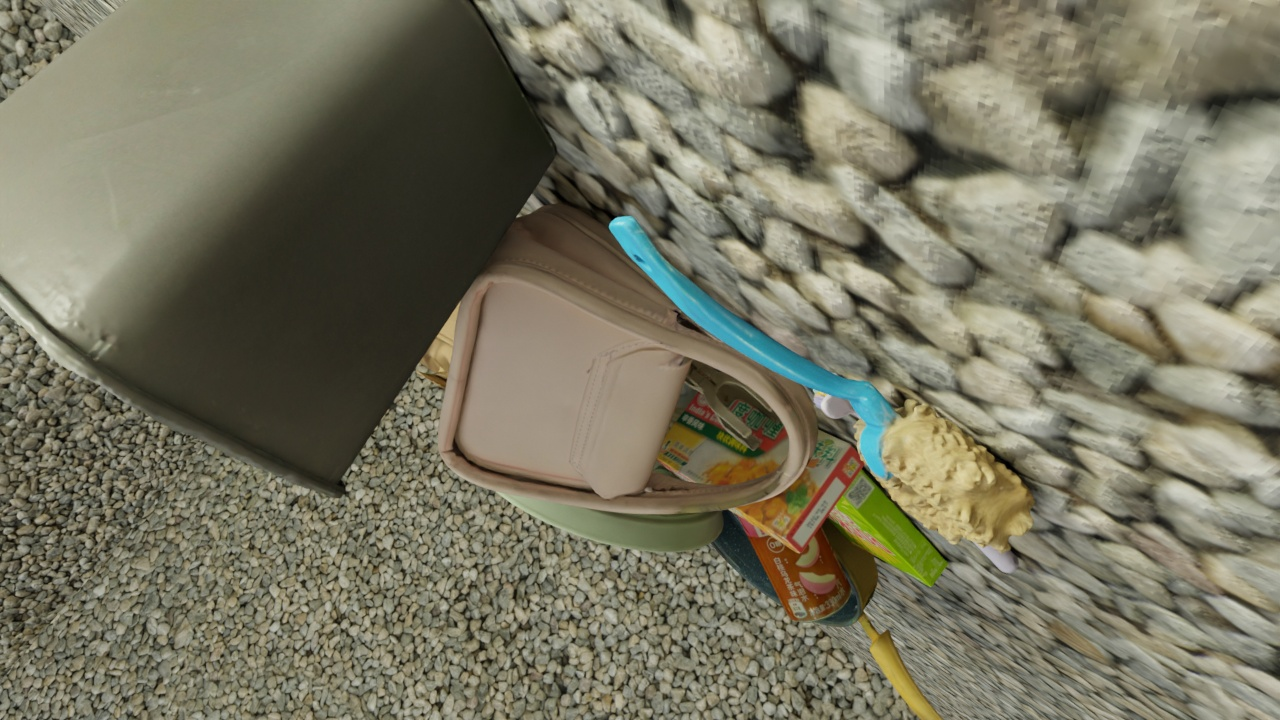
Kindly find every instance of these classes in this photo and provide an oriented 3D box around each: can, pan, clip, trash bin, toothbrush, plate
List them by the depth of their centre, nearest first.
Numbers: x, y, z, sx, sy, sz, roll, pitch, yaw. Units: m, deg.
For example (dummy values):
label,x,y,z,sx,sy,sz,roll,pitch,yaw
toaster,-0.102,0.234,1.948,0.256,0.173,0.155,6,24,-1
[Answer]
label,x,y,z,sx,sy,sz,roll,pitch,yaw
trash bin,-0.179,-0.084,0.458,0.199,0.219,0.199,33,169,26
toothbrush,0.163,0.071,0.525,0.189,0.029,0.021,41,133,-23
clip,0.052,0.015,0.645,0.103,0.034,0.076,43,175,23
can,0.116,0.137,0.744,0.147,0.057,0.058,63,167,-8
plate,-0.034,0.092,0.785,0.230,0.027,0.230,17,-165,-5
pan,0.181,0.226,0.836,0.357,0.078,0.198,36,154,19

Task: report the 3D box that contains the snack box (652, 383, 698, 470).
label,x,y,z,sx,sy,sz,roll,pitch,yaw
snack box,-0.007,0.021,0.718,0.157,0.085,0.027,47,-175,-42

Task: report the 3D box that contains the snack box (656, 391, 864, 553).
label,x,y,z,sx,sy,sz,roll,pitch,yaw
snack box,0.079,0.071,0.658,0.027,0.077,0.156,45,169,-35

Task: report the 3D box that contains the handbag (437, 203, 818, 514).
label,x,y,z,sx,sy,sz,roll,pitch,yaw
handbag,-0.004,0.025,0.581,0.234,0.093,0.194,22,133,5

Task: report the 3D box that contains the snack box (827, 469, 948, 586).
label,x,y,z,sx,sy,sz,roll,pitch,yaw
snack box,0.162,0.111,0.696,0.156,0.026,0.086,44,170,-34

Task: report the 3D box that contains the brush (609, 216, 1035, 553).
label,x,y,z,sx,sy,sz,roll,pitch,yaw
brush,0.086,0.014,0.430,0.254,0.046,0.083,35,176,-18

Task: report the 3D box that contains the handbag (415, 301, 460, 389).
label,x,y,z,sx,sy,sz,roll,pitch,yaw
handbag,-0.132,-0.011,0.781,0.205,0.099,0.148,28,170,32
